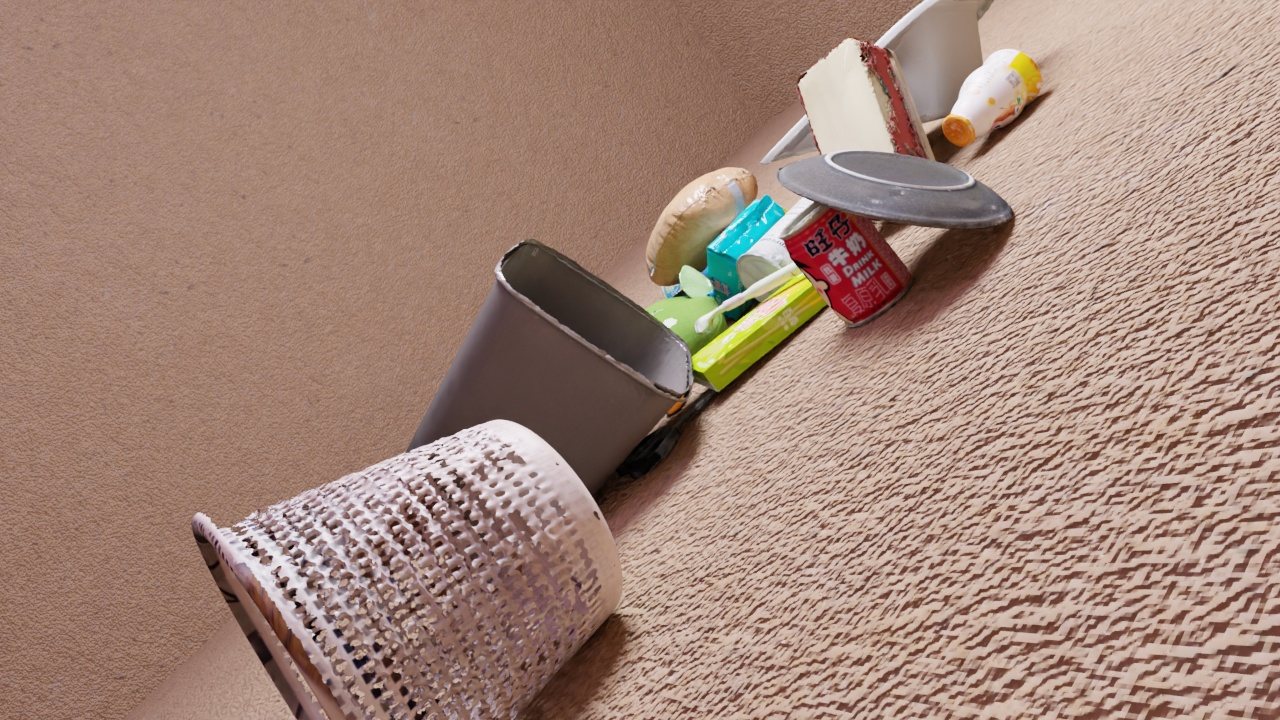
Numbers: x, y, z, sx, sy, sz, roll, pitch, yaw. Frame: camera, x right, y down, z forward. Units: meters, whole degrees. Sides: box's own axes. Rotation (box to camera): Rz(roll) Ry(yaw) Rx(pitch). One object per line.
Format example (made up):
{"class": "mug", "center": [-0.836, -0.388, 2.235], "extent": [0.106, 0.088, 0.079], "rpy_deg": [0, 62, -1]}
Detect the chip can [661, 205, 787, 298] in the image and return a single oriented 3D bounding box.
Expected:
{"class": "chip can", "center": [0.115, -0.131, 1.219], "extent": [0.211, 0.071, 0.071], "rpy_deg": [-30, 14, 50]}

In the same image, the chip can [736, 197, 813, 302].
{"class": "chip can", "center": [0.195, -0.150, 0.983], "extent": [0.214, 0.071, 0.071], "rpy_deg": [-45, 10, -24]}

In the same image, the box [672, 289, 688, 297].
{"class": "box", "center": [0.017, -0.021, 1.137], "extent": [0.185, 0.061, 0.089], "rpy_deg": [-35, 10, 25]}

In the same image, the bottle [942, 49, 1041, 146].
{"class": "bottle", "center": [0.344, -0.257, 0.907], "extent": [0.108, 0.063, 0.063], "rpy_deg": [-43, 10, -18]}

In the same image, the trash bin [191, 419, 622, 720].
{"class": "trash bin", "center": [-0.127, 0.143, 0.563], "extent": [0.191, 0.227, 0.228], "rpy_deg": [-32, 3, -31]}

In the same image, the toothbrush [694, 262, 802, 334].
{"class": "toothbrush", "center": [0.128, -0.074, 0.887], "extent": [0.190, 0.020, 0.029], "rpy_deg": [-30, 16, 35]}

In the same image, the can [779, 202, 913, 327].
{"class": "can", "center": [0.162, -0.082, 0.730], "extent": [0.066, 0.094, 0.066], "rpy_deg": [-39, 9, 8]}

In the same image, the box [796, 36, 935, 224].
{"class": "box", "center": [0.221, -0.228, 0.908], "extent": [0.080, 0.168, 0.092], "rpy_deg": [0, -21, -40]}

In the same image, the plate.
{"class": "plate", "center": [0.195, -0.138, 0.703], "extent": [0.179, 0.179, 0.024], "rpy_deg": [-59, -20, -62]}

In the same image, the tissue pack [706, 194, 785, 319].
{"class": "tissue pack", "center": [0.118, -0.115, 1.035], "extent": [0.093, 0.050, 0.134], "rpy_deg": [-45, -23, -21]}

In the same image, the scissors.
{"class": "scissors", "center": [0.048, 0.051, 0.842], "extent": [0.172, 0.014, 0.146], "rpy_deg": [-34, 10, 20]}

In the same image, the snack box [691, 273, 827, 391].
{"class": "snack box", "center": [0.115, -0.031, 0.867], "extent": [0.156, 0.026, 0.086], "rpy_deg": [-38, 10, -5]}

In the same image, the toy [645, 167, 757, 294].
{"class": "toy", "center": [0.061, -0.141, 1.114], "extent": [0.143, 0.082, 0.227], "rpy_deg": [-28, -16, -31]}

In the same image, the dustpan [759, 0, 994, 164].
{"class": "dustpan", "center": [0.286, -0.332, 1.047], "extent": [0.258, 0.143, 0.222], "rpy_deg": [-3, 15, 43]}

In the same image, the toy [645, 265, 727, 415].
{"class": "toy", "center": [-0.006, 0.006, 1.005], "extent": [0.246, 0.090, 0.227], "rpy_deg": [-34, 35, -3]}

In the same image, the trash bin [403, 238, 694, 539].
{"class": "trash bin", "center": [-0.090, 0.039, 0.843], "extent": [0.220, 0.198, 0.198], "rpy_deg": [-55, 7, 16]}
